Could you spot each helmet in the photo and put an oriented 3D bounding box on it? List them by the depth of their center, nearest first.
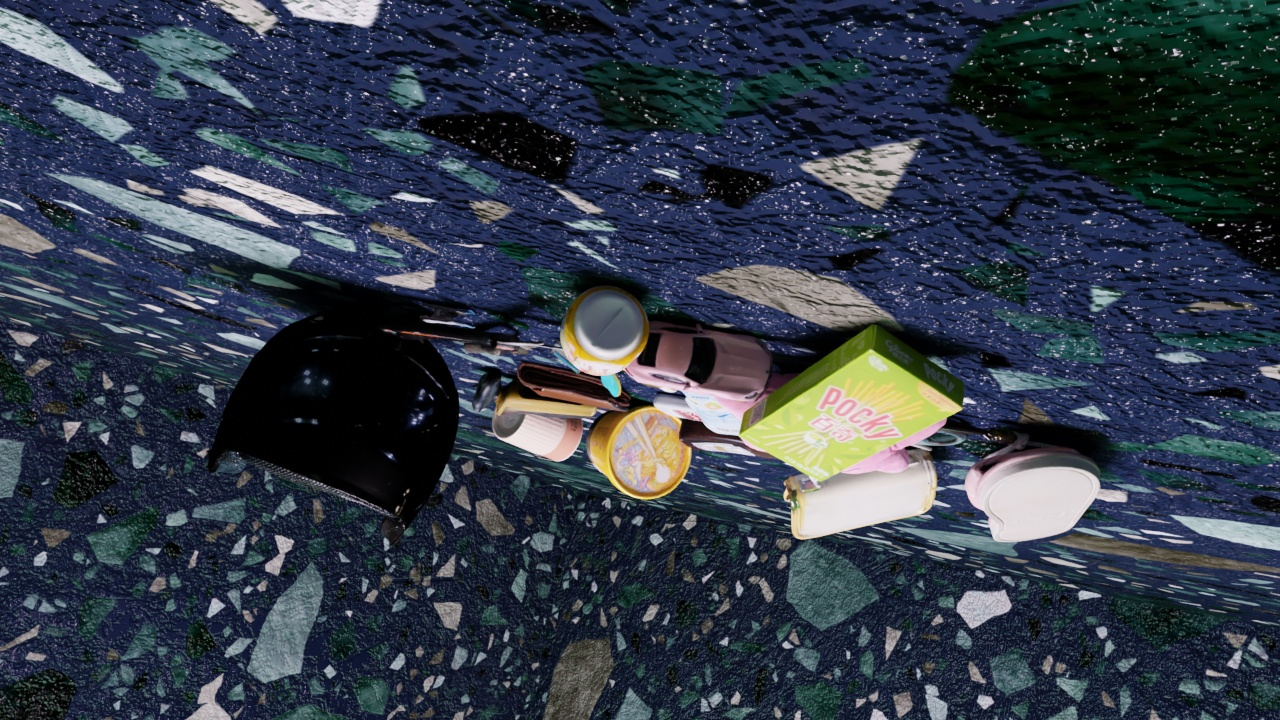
[{"bbox_3d":[-0.310,0.054,0.990,0.233,0.230,0.274,29,-171,-20],"label":"helmet"}]

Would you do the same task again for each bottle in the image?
[{"bbox_3d":[-0.032,-0.019,0.715,0.063,0.063,0.108,15,169,-8],"label":"bottle"},{"bbox_3d":[0.144,0.095,1.102,0.195,0.044,0.079,5,166,34],"label":"bottle"}]

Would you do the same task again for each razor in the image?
[{"bbox_3d":[-0.047,0.012,0.960,0.043,0.028,0.132,34,176,29],"label":"razor"},{"bbox_3d":[-0.136,0.048,1.201,0.167,0.062,0.068,8,137,4],"label":"razor"}]

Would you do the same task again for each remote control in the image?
[{"bbox_3d":[0.083,0.061,1.063,0.136,0.020,0.056,8,168,26],"label":"remote control"}]

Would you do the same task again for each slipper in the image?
[{"bbox_3d":[0.378,0.125,0.891,0.114,0.054,0.274,-15,153,17],"label":"slipper"}]

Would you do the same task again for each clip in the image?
[{"bbox_3d":[-0.188,-0.043,0.889,0.058,0.036,0.025,11,174,18],"label":"clip"}]

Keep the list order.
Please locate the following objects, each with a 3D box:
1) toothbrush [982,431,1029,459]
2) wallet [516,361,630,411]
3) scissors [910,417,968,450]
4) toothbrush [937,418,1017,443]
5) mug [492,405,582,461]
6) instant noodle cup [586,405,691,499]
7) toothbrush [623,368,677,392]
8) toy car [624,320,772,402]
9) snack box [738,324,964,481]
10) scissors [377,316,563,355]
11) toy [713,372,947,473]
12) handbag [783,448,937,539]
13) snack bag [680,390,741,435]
[{"bbox_3d":[0.355,0.092,0.911,0.016,0.016,0.180,19,169,13],"label":"toothbrush"},{"bbox_3d":[-0.080,0.036,1.111,0.125,0.032,0.101,11,171,15],"label":"wallet"},{"bbox_3d":[0.237,0.063,0.908,0.171,0.019,0.170,18,166,-14],"label":"scissors"},{"bbox_3d":[0.230,0.050,0.830,0.213,0.026,0.027,11,174,12],"label":"toothbrush"},{"bbox_3d":[-0.156,0.084,1.333,0.105,0.082,0.114,27,-168,-42],"label":"mug"},{"bbox_3d":[-0.010,0.115,1.209,0.118,0.118,0.115,19,175,-23],"label":"instant noodle cup"},{"bbox_3d":[-0.005,0.005,0.924,0.016,0.018,0.191,9,170,30],"label":"toothbrush"},{"bbox_3d":[0.045,-0.001,0.736,0.122,0.056,0.037,10,175,17],"label":"toy car"},{"bbox_3d":[0.152,0.037,0.685,0.085,0.026,0.157,30,141,-16],"label":"snack box"},{"bbox_3d":[-0.147,-0.017,0.875,0.228,0.021,0.221,9,178,-8],"label":"scissors"},{"bbox_3d":[0.152,0.045,0.776,0.195,0.074,0.179,11,154,7],"label":"toy"},{"bbox_3d":[0.240,0.130,1.011,0.163,0.063,0.179,-14,151,3],"label":"handbag"},{"bbox_3d":[0.081,0.040,0.926,0.110,0.038,0.191,15,168,21],"label":"snack bag"}]
